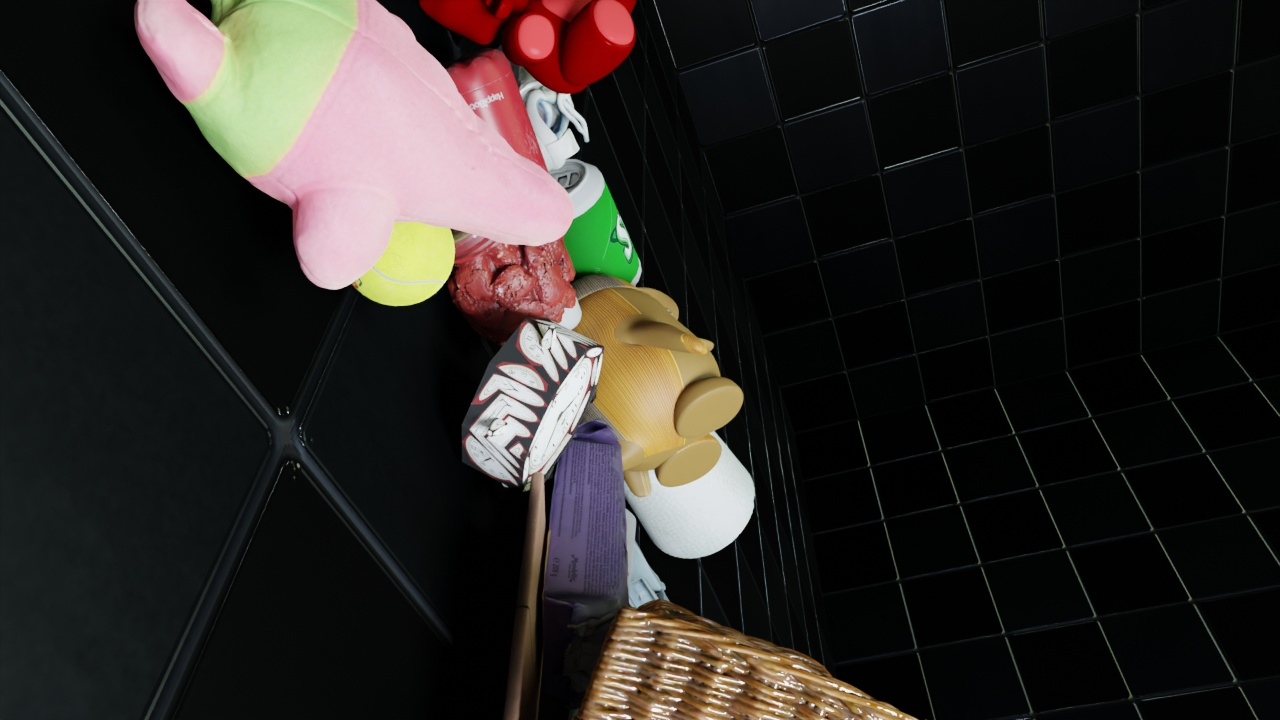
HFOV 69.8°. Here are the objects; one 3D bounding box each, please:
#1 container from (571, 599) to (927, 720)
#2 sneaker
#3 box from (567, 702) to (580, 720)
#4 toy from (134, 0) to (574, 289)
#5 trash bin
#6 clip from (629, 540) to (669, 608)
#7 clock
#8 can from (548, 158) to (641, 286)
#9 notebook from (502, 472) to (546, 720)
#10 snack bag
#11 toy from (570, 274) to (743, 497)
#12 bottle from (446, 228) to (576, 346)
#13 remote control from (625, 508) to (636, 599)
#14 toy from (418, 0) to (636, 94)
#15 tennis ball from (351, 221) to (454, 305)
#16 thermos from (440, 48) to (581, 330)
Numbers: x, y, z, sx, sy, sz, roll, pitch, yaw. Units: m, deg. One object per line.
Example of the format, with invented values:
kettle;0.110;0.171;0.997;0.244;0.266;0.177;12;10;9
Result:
container;0.028;0.261;0.508;0.183;0.162;0.250;40;70;-84
sneaker;-0.095;-0.251;0.898;0.241;0.091;0.089;-92;161;-48
box;-0.028;0.268;0.729;0.209;0.033;0.064;-83;153;-62
toy;-0.135;-0.121;0.473;0.236;0.097;0.191;28;48;-33
trash bin;0.033;0.112;0.972;0.161;0.133;0.133;56;22;-43
clip;-0.003;0.205;0.905;0.127;0.028;0.167;63;-1;34
clock;-0.078;0.032;0.641;0.114;0.065;0.155;-61;170;-15
can;-0.059;-0.122;0.910;0.087;0.088;0.140;-92;162;-46
notebook;-0.070;0.194;0.560;0.208;0.008;0.142;-90;-177;-49
snack bag;-0.036;0.137;0.666;0.205;0.058;0.096;-89;-179;-57
toy;-0.005;0.005;0.844;0.203;0.162;0.199;56;-35;35
bottle;-0.101;-0.070;0.679;0.111;0.099;0.098;53;23;-35
remote control;-0.037;0.163;0.771;0.074;0.019;0.150;42;25;-20
toy;-0.103;-0.311;0.778;0.197;0.121;0.158;23;39;-17
tennis ball;-0.141;-0.064;0.532;0.065;0.065;0.065;-14;89;-77
thermos;-0.104;-0.128;0.753;0.073;0.073;0.240;-80;154;-62
